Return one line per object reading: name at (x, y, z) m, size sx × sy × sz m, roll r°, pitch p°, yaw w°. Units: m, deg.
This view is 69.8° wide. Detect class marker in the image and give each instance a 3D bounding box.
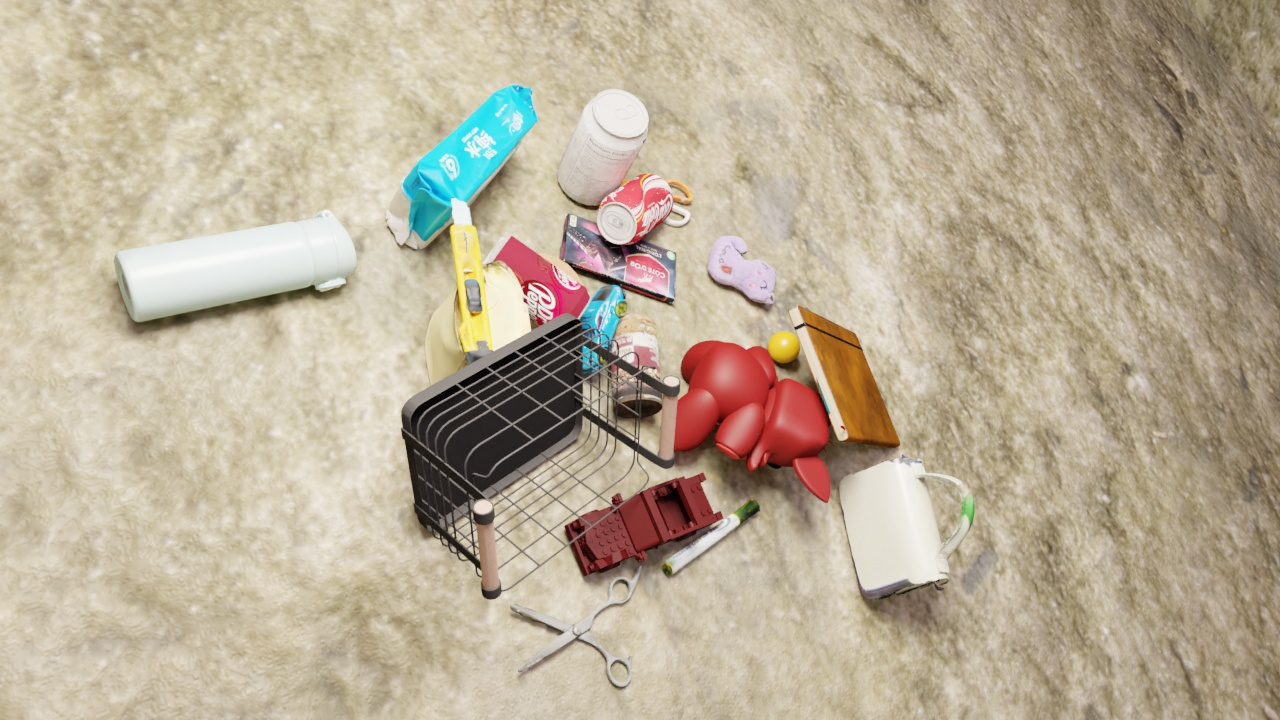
marker at (0.080, 0.193, 1.009) m, size 0.146 × 0.017 × 0.017 m, roll -28°, pitch 82°, yaw -36°

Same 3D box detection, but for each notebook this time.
notebook at (0.246, 0.018, 1.109) m, size 0.249 × 0.014 × 0.178 m, roll 13°, pitch 55°, yaw -60°

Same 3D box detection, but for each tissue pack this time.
tissue pack at (-0.191, -0.215, 1.004) m, size 0.066 × 0.117 × 0.208 m, roll 41°, pitch 54°, yaw -12°

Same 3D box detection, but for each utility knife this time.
utility knife at (-0.163, -0.078, 0.869) m, size 0.030 × 0.017 × 0.175 m, roll 0°, pitch 64°, yaw -27°

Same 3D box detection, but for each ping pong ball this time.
ping pong ball at (0.181, -0.017, 1.154) m, size 0.040 × 0.040 × 0.040 m, roll 12°, pitch 61°, yaw -23°

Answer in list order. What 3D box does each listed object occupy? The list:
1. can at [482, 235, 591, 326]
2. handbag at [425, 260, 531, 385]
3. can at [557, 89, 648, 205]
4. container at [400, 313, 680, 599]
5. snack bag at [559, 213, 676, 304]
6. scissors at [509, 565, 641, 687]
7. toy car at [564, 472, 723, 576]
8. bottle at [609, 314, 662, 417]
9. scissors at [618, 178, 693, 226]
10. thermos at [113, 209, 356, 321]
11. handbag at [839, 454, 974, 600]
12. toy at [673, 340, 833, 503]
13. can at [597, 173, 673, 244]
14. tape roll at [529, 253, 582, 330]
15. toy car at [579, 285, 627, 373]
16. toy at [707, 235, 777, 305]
can at (-0.113, -0.078, 0.973) m, size 0.114 × 0.063 × 0.063 m, roll 35°, pitch 54°, yaw -9°
handbag at (-0.164, -0.029, 0.923) m, size 0.081 × 0.120 × 0.111 m, roll 0°, pitch 67°, yaw -27°
can at (-0.045, -0.249, 1.083) m, size 0.078 × 0.136 × 0.078 m, roll 9°, pitch 63°, yaw -18°
container at (-0.091, 0.084, 0.852) m, size 0.130 × 0.163 × 0.240 m, roll 31°, pitch 46°, yaw 32°
snack bag at (-0.025, -0.123, 1.110) m, size 0.155 × 0.018 × 0.074 m, roll 17°, pitch 56°, yaw -22°
scissors at (-0.053, 0.257, 0.908) m, size 0.141 × 0.014 × 0.171 m, roll 44°, pitch 52°, yaw -7°
toy car at (0.012, 0.166, 0.957) m, size 0.169 × 0.062 × 0.070 m, roll -15°, pitch 74°, yaw -33°
bottle at (-0.006, 0.006, 1.031) m, size 0.056 × 0.056 × 0.105 m, roll 9°, pitch 62°, yaw -25°
scissors at (0.008, -0.208, 1.175) m, size 0.131 × 0.013 × 0.073 m, roll 9°, pitch 66°, yaw -20°
thermos at (-0.376, -0.090, 0.871) m, size 0.206 × 0.065 × 0.078 m, roll -17°, pitch 99°, yaw -34°
handbag at (0.319, 0.184, 1.046) m, size 0.074 × 0.176 × 0.151 m, roll 5°, pitch 63°, yaw -29°
toy at (0.133, 0.062, 1.040) m, size 0.197 × 0.121 × 0.158 m, roll 27°, pitch 45°, yaw -7°
can at (-0.007, -0.182, 1.105) m, size 0.064 × 0.064 × 0.104 m, roll 45°, pitch 37°, yaw -2°
tape roll at (-0.110, -0.073, 1.031) m, size 0.094 × 0.027 × 0.093 m, roll 12°, pitch 61°, yaw -23°
toy car at (-0.049, -0.037, 1.022) m, size 0.032 × 0.048 × 0.105 m, roll 31°, pitch 69°, yaw -39°
toy at (0.134, -0.119, 1.183) m, size 0.099 × 0.037 × 0.080 m, roll 23°, pitch 58°, yaw -16°
